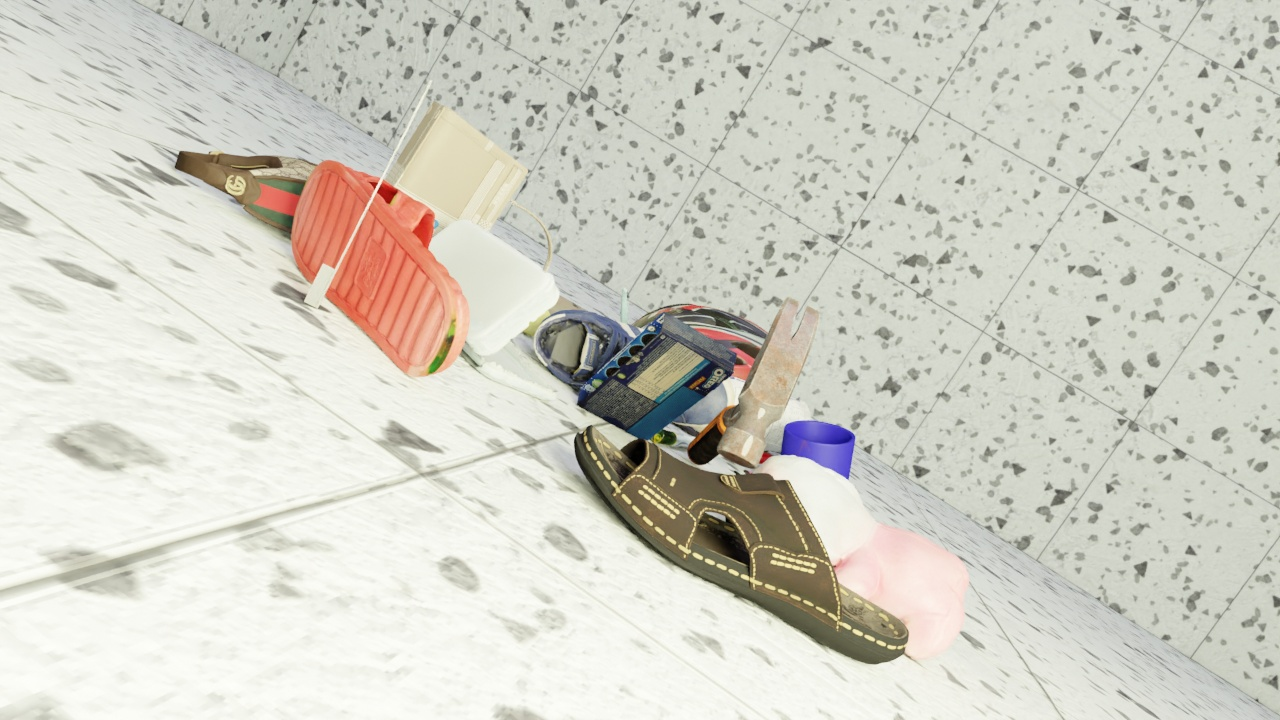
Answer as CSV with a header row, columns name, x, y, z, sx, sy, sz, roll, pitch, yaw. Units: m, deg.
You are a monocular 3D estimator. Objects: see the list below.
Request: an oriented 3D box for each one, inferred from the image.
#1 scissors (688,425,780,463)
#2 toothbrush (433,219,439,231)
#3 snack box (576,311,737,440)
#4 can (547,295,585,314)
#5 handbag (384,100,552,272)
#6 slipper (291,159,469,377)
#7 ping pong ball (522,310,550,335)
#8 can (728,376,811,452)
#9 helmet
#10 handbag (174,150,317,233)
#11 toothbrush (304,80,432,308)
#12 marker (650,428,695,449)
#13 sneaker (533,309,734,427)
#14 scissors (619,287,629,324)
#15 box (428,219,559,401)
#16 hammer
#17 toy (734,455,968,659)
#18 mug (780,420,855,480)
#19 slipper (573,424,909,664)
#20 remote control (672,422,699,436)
name,x,y,z,sx,sy,sz,roll,pitch,yaw
scissors,0.133,0.105,1.076,0.179,0.015,0.187,26,6,-1
toothbrush,-0.229,-0.100,0.851,0.016,0.014,0.166,31,32,-3
snack box,0.013,0.019,0.846,0.082,0.151,0.027,29,49,-20
can,-0.138,-0.073,1.187,0.135,0.054,0.054,28,7,-29
handbag,-0.178,-0.141,0.972,0.198,0.176,0.062,31,6,-32
slipper,-0.190,-0.074,0.693,0.059,0.104,0.249,3,29,-48
ping pong ball,-0.128,-0.050,1.106,0.040,0.040,0.040,32,6,-4
can,0.143,0.070,1.169,0.136,0.078,0.078,19,10,-20
helmet,0.092,0.009,1.310,0.272,0.167,0.217,20,-1,5
handbag,-0.353,-0.166,0.849,0.138,0.063,0.166,18,12,-26
toothbrush,-0.193,-0.120,0.651,0.010,0.181,0.010,27,3,-17
marker,0.048,0.088,0.993,0.017,0.017,0.146,35,7,28
sneaker,-0.007,0.005,0.976,0.233,0.091,0.118,26,3,5
scissors,-0.022,-0.018,1.074,0.168,0.172,0.023,14,43,21
box,-0.141,-0.035,0.858,0.215,0.106,0.125,38,-20,50
hammer,0.084,0.046,0.812,0.035,0.137,0.315,26,-15,1
toy,0.171,0.152,0.768,0.213,0.084,0.141,33,14,14
mug,0.206,0.117,1.052,0.079,0.083,0.111,15,18,30
slipper,0.075,0.113,0.625,0.268,0.076,0.113,32,5,-4
remote control,0.025,0.059,1.150,0.124,0.009,0.046,34,6,15
